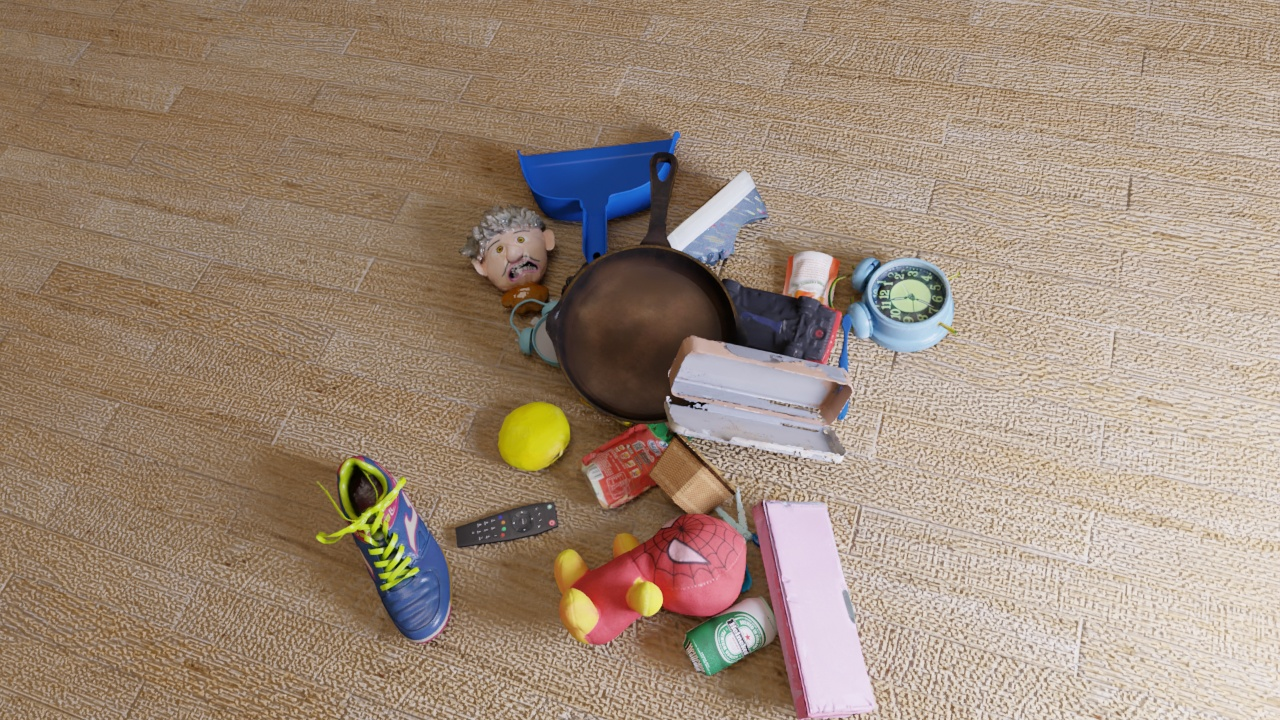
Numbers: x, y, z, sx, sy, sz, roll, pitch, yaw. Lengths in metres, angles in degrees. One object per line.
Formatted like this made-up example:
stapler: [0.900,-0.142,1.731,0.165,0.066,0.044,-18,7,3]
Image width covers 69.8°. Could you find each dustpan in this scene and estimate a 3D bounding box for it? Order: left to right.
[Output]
dustpan: [-0.061,-0.230,1.299,0.246,0.060,0.257,-5,57,5]

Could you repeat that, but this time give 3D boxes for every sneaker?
sneaker: [-0.302,0.219,1.078,0.116,0.091,0.241,-29,62,-11]
sneaker: [0.081,-0.157,1.243,0.235,0.087,0.079,-43,96,-11]

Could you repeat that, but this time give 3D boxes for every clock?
clock: [-0.120,-0.039,1.215,0.123,0.042,0.087,36,74,15]
clock: [0.321,-0.074,1.169,0.162,0.060,0.117,3,63,14]

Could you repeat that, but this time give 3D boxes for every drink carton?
drink carton: [0.219,-0.080,1.204,0.069,0.039,0.122,7,70,19]

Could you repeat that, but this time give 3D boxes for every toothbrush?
toothbrush: [0.252,0.009,1.139,0.021,0.016,0.132,4,85,3]

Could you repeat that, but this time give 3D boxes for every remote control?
remote control: [-0.162,0.202,1.114,0.125,0.010,0.039,-14,60,1]

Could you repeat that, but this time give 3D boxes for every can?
can: [0.098,0.300,0.998,0.101,0.053,0.053,-27,61,-7]

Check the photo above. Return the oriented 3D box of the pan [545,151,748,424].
pan: [0.014,-0.092,1.159,0.249,0.043,0.355,6,77,1]

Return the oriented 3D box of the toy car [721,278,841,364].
toy car: [0.158,-0.049,1.174,0.189,0.056,0.081,16,82,25]

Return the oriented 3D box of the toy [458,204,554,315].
toy: [-0.178,-0.142,1.272,0.132,0.076,0.175,-23,70,-4]

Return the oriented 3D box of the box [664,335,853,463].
box: [0.142,0.040,1.070,0.216,0.095,0.108,12,103,-13]

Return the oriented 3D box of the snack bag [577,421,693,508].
snack bag: [0.005,0.117,1.124,0.155,0.044,0.087,-28,66,-12]

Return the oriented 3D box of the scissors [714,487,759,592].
scissors: [0.133,0.203,1.072,0.103,0.015,0.133,-12,56,6]

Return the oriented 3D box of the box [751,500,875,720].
box: [0.184,0.262,0.987,0.098,0.046,0.232,12,55,-31]

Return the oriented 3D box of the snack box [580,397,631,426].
snack box: [-0.007,0.007,1.190,0.075,0.025,0.152,27,68,20]

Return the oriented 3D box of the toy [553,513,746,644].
toy: [0.015,0.240,1.015,0.216,0.099,0.147,-16,29,-2]

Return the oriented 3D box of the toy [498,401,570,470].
toy: [-0.134,0.094,1.152,0.094,0.041,0.095,33,71,28]

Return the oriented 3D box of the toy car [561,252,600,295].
toy car: [-0.076,-0.111,1.257,0.036,0.042,0.091,40,71,-2]

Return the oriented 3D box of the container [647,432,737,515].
container: [0.059,0.138,1.063,0.061,0.114,0.063,-45,57,-2]
